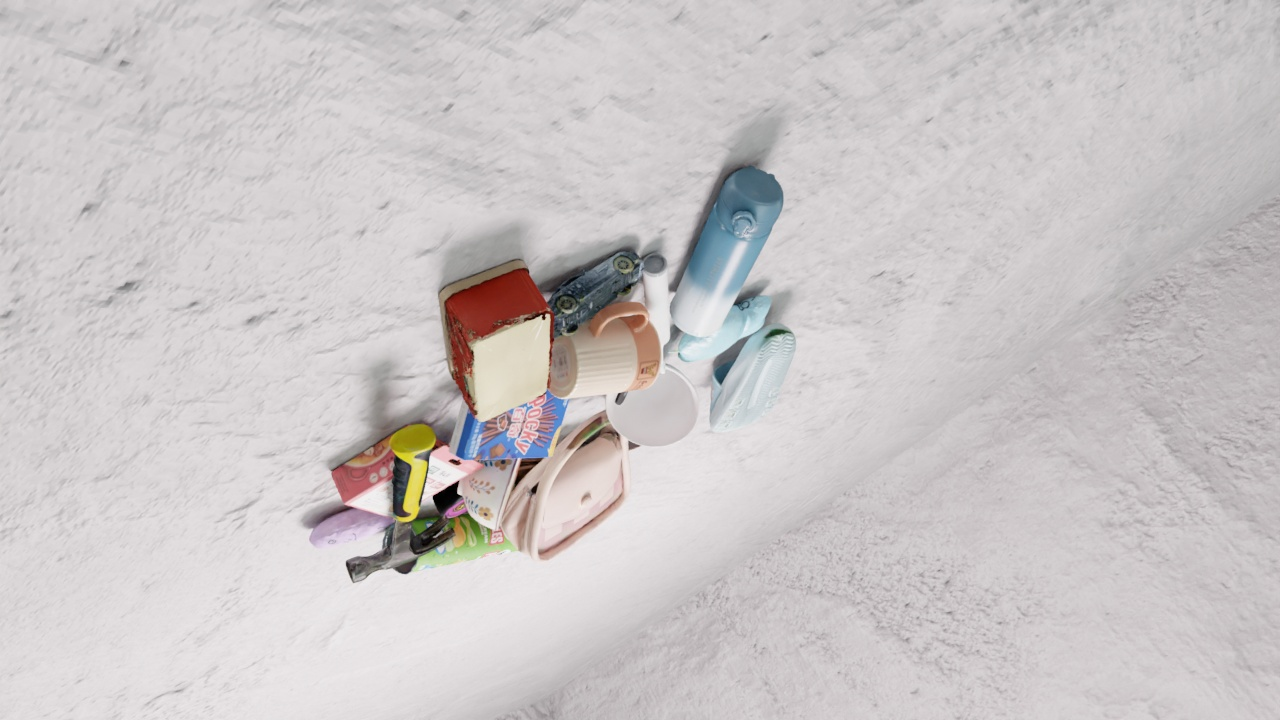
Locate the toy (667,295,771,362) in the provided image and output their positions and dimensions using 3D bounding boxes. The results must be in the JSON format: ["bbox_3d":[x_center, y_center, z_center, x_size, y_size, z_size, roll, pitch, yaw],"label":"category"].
[{"bbox_3d":[0.100,-0.037,1.135,0.156,0.050,0.162,-33,168,-14],"label":"toy"}]

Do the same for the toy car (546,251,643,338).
[{"bbox_3d":[-0.049,-0.067,0.893,0.120,0.037,0.054,-35,160,-18],"label":"toy car"}]

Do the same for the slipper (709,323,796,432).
[{"bbox_3d":[0.148,0.022,1.296,0.103,0.074,0.246,-20,151,-24],"label":"slipper"}]

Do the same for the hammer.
[{"bbox_3d":[-0.253,0.157,1.000,0.126,0.032,0.324,-17,155,-28],"label":"hammer"}]

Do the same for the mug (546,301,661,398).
[{"bbox_3d":[-0.037,-0.014,0.958,0.105,0.081,0.115,-7,142,-37],"label":"mug"}]

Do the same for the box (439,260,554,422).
[{"bbox_3d":[-0.131,-0.007,0.858,0.091,0.079,0.169,-24,157,-19],"label":"box"}]

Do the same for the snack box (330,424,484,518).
[{"bbox_3d":[-0.256,0.120,1.020,0.127,0.044,0.113,-30,158,2],"label":"snack box"}]

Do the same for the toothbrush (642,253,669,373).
[{"bbox_3d":[0.019,-0.042,1.014,0.026,0.026,0.221,10,151,9],"label":"toothbrush"}]

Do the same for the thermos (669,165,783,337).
[{"bbox_3d":[0.085,-0.107,0.939,0.070,0.070,0.221,-21,157,-24],"label":"thermos"}]

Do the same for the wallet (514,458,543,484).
[{"bbox_3d":[-0.188,0.166,1.250,0.101,0.020,0.115,-39,160,25],"label":"wallet"}]

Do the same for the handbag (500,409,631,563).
[{"bbox_3d":[-0.086,0.150,1.238,0.192,0.093,0.235,-30,152,-39],"label":"handbag"}]

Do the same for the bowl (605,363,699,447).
[{"bbox_3d":[0.018,0.043,1.164,0.118,0.118,0.064,-40,-165,23],"label":"bowl"}]

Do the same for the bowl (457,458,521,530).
[{"bbox_3d":[-0.185,0.144,1.115,0.062,0.113,0.114,16,149,-2],"label":"bowl"}]

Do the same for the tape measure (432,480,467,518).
[{"bbox_3d":[-0.235,0.171,1.169,0.057,0.039,0.057,-23,158,-33],"label":"tape measure"}]

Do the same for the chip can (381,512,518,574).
[{"bbox_3d":[-0.244,0.246,1.278,0.072,0.072,0.235,-42,156,27],"label":"chip can"}]

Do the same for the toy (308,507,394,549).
[{"bbox_3d":[-0.340,0.195,1.086,0.107,0.039,0.084,-18,176,-33],"label":"toy"}]

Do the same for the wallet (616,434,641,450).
[{"bbox_3d":[0.015,0.092,1.351,0.123,0.020,0.096,-43,161,26],"label":"wallet"}]

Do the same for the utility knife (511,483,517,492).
[{"bbox_3d":[-0.164,0.186,1.308,0.031,0.019,0.173,-30,171,4],"label":"utility knife"}]

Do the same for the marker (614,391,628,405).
[{"bbox_3d":[-0.007,0.006,1.095,0.018,0.015,0.124,-21,143,-46],"label":"marker"}]

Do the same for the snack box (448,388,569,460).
[{"bbox_3d":[-0.141,0.066,1.020,0.157,0.026,0.084,7,102,-58],"label":"snack box"}]
